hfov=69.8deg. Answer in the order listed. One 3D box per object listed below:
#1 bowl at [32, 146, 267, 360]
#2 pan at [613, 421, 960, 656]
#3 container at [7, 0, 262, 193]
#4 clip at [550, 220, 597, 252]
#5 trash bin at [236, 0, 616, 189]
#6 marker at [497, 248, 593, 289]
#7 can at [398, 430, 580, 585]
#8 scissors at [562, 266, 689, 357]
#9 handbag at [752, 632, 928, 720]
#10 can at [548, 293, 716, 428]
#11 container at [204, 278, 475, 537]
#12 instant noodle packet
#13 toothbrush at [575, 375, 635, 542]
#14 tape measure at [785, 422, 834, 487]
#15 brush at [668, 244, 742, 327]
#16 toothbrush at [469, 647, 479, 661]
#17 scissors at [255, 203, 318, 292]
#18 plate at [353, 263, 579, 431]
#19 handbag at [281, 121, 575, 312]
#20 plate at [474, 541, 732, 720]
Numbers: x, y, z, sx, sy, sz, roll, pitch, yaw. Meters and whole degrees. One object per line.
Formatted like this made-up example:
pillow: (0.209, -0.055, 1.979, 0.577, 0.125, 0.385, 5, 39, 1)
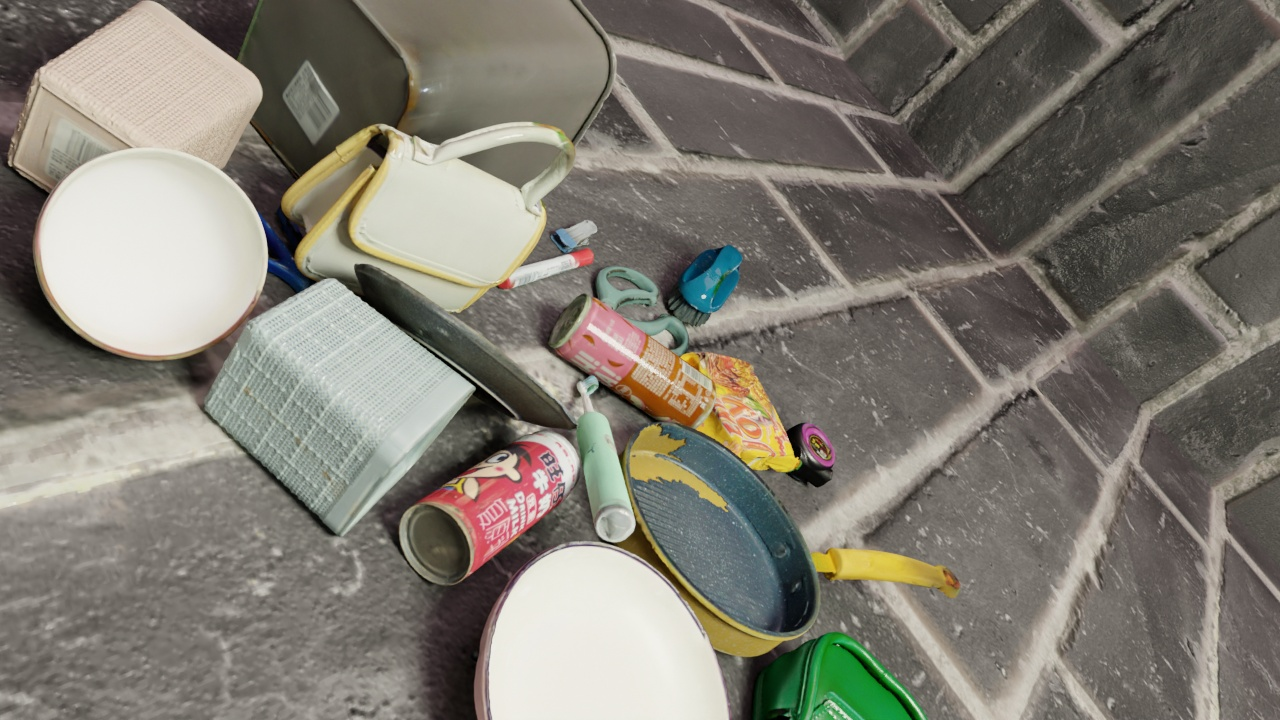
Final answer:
bowl: (-0.275, -0.061, 0.509, 0.113, 0.113, 0.062, 13, 1, -44)
pan: (0.128, 0.155, 0.748, 0.357, 0.078, 0.197, 27, 31, -31)
container: (-0.310, -0.146, 0.563, 0.090, 0.090, 0.110, 37, 35, -17)
clip: (-0.066, -0.123, 0.911, 0.025, 0.032, 0.057, 47, 37, 6)
trash bin: (-0.176, -0.227, 0.739, 0.199, 0.199, 0.219, 49, 38, 7)
marker: (-0.085, -0.085, 0.839, 0.017, 0.017, 0.145, 51, 30, 7)
can: (-0.091, 0.089, 0.588, 0.053, 0.053, 0.132, 50, 30, 5)
scissors: (-0.010, -0.033, 0.871, 0.143, 0.019, 0.179, 50, 29, 5)
handbag: (0.145, 0.271, 0.654, 0.131, 0.068, 0.120, 44, 31, -4)
can: (-0.005, 0.005, 0.793, 0.147, 0.058, 0.057, 35, 32, -19)
container: (-0.175, 0.022, 0.531, 0.111, 0.090, 0.090, 42, 30, -3)
instant noodle packet: (0.091, 0.051, 0.875, 0.110, 0.044, 0.128, 9, 47, -41)
toothbrush: (-0.032, 0.061, 0.669, 0.026, 0.027, 0.224, 55, 5, -23)
tape measure: (0.164, 0.094, 0.919, 0.057, 0.039, 0.057, 34, 37, -21)
brush: (0.078, -0.090, 0.993, 0.055, 0.074, 0.143, 41, 31, 0)
toothbrush: (-0.035, 0.180, 0.590, 0.180, 0.016, 0.018, 11, 39, -46)
scissors: (-0.226, -0.043, 0.621, 0.132, 0.012, 0.172, 19, 41, -41)
plate: (-0.119, 0.000, 0.604, 0.179, 0.024, 0.179, 35, -12, 8)
handbag: (-0.132, -0.106, 0.636, 0.163, 0.179, 0.063, 16, 46, -56)
plate: (-0.023, 0.203, 0.536, 0.192, 0.039, 0.192, 30, 43, -33)
